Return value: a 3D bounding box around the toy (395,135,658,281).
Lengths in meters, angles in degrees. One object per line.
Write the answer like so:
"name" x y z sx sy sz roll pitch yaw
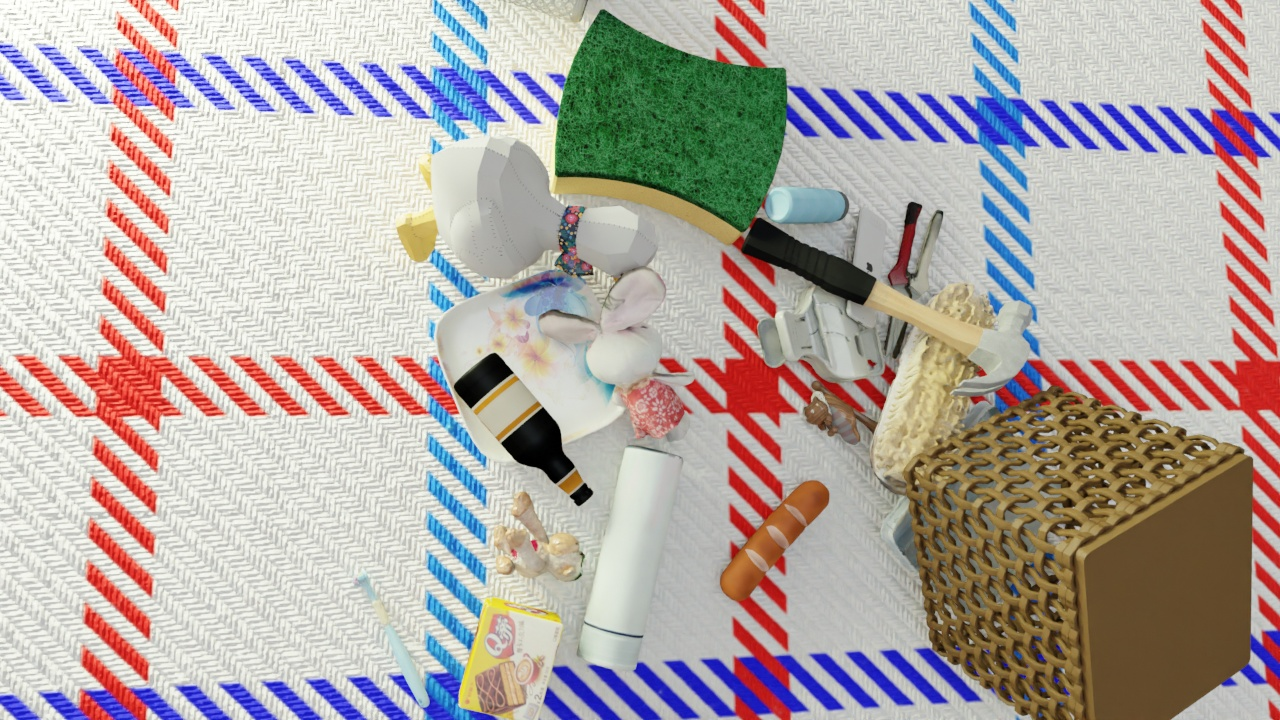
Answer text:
"toy" -0.118 -0.150 0.940 0.268 0.247 0.140 10 73 19

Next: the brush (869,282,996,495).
"brush" 0.330 0.028 1.035 0.083 0.057 0.270 30 65 -4

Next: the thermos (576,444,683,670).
"thermos" -0.010 0.208 0.977 0.068 0.068 0.230 14 81 -8

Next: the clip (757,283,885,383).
"clip" 0.210 -0.033 1.051 0.143 0.074 0.124 -9 82 -21

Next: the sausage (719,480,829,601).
"sausage" 0.148 0.197 1.016 0.164 0.044 0.039 -46 102 -12

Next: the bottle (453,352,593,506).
"bottle" -0.116 0.078 0.961 0.059 0.059 0.181 -41 91 -12

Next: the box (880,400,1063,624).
"box" 0.387 0.175 1.061 0.192 0.061 0.209 44 79 -21

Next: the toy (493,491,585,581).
"toy" -0.102 0.200 0.959 0.106 0.085 0.074 31 100 -14

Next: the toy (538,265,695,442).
"toy" -0.006 0.006 0.968 0.159 0.084 0.194 -26 105 32

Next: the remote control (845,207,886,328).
"remote control" 0.263 -0.109 1.068 0.045 0.008 0.146 27 64 -30

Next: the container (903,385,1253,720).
"container" 0.436 0.202 0.920 0.219 0.214 0.252 -23 113 -18

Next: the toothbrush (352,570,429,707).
"toothbrush" -0.257 0.289 0.952 0.022 0.016 0.155 -29 87 20

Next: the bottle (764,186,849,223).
"bottle" 0.195 -0.177 1.048 0.129 0.040 0.040 -9 83 -44

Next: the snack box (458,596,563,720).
"snack box" -0.134 0.308 0.946 0.083 0.061 0.105 16 80 -7

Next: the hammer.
"hammer" 0.267 -0.069 1.012 0.328 0.039 0.130 27 62 6

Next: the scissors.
"scissors" 0.315 -0.101 1.093 0.187 0.015 0.146 -39 87 -14

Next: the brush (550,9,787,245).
"brush" 0.031 -0.259 1.038 0.250 0.075 0.195 15 81 -7

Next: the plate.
"plate" -0.118 0.005 1.010 0.186 0.016 0.187 -22 87 -11

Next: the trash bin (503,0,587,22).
"trash bin" -0.131 -0.468 0.999 0.183 0.157 0.156 17 80 -10

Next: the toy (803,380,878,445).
"toy" 0.231 0.067 1.049 0.102 0.042 0.054 36 56 5
